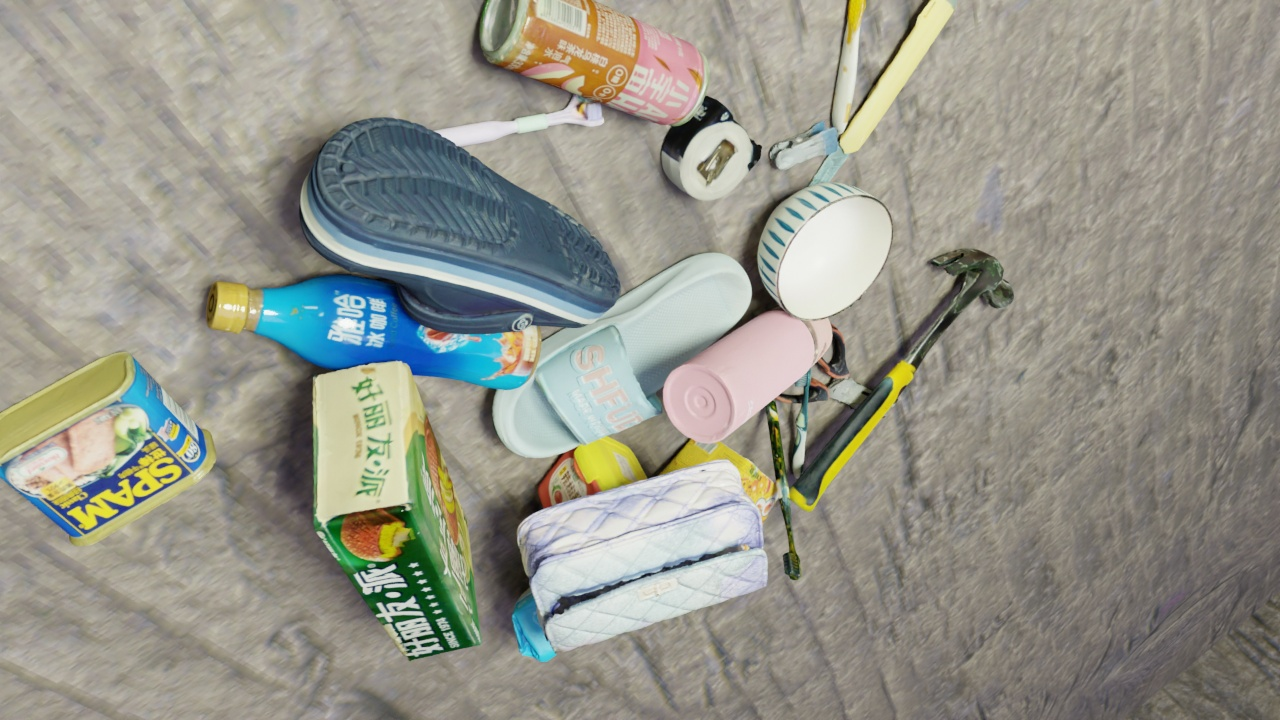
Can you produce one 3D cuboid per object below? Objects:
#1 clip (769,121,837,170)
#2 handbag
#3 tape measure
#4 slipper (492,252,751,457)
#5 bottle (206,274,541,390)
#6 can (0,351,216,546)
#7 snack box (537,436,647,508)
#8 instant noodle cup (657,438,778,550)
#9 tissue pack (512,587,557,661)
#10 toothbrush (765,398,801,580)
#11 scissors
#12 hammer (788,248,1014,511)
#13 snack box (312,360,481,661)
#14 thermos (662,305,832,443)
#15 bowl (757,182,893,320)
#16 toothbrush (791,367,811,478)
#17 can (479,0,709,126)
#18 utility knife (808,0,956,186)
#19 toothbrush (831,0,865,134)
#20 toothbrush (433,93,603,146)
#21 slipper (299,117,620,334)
[{"bbox_3d":[0.131,-0.172,0.742,0.058,0.041,0.026,-22,135,-12],"label":"clip"},{"bbox_3d":[0.003,0.163,0.741,0.194,0.075,0.134,-16,135,-5],"label":"handbag"},{"bbox_3d":[0.051,-0.155,0.690,0.066,0.033,0.065,-50,133,8],"label":"tape measure"},{"bbox_3d":[-0.004,0.004,0.746,0.245,0.074,0.104,-35,136,-8],"label":"slipper"},{"bbox_3d":[-0.173,-0.021,0.619,0.218,0.065,0.065,7,118,-38],"label":"bottle"},{"bbox_3d":[-0.337,0.054,0.573,0.102,0.057,0.083,-32,132,-10],"label":"can"},{"bbox_3d":[-0.038,0.120,0.801,0.080,0.091,0.082,-47,133,15],"label":"snack box"},{"bbox_3d":[0.061,0.143,0.877,0.123,0.116,0.116,-53,135,-5],"label":"instant noodle cup"},{"bbox_3d":[-0.055,0.217,0.853,0.140,0.063,0.090,-37,178,-5],"label":"tissue pack"},{"bbox_3d":[0.130,0.115,0.857,0.012,0.185,0.017,-28,138,32],"label":"toothbrush"},{"bbox_3d":[0.206,0.014,0.935,0.205,0.015,0.197,-19,130,-22],"label":"scissors"},{"bbox_3d":[0.260,0.021,0.946,0.323,0.032,0.126,-51,135,3],"label":"hammer"},{"bbox_3d":[-0.167,0.115,0.650,0.063,0.114,0.240,-11,144,-6],"label":"snack box"},{"bbox_3d":[0.094,0.009,0.772,0.198,0.067,0.087,-31,149,-52],"label":"thermos"},{"bbox_3d":[0.146,-0.099,0.771,0.116,0.066,0.117,-18,132,-21],"label":"bowl"},{"bbox_3d":[0.160,0.066,0.928,0.018,0.016,0.192,-14,139,-6],"label":"toothbrush"},{"bbox_3d":[-0.027,-0.197,0.589,0.147,0.058,0.058,9,117,-38],"label":"can"},{"bbox_3d":[0.197,-0.216,0.752,0.031,0.021,0.198,18,111,-37],"label":"utility knife"},{"bbox_3d":[0.167,-0.264,0.698,0.018,0.016,0.192,-23,133,-29],"label":"toothbrush"},{"bbox_3d":[-0.113,-0.148,0.596,0.189,0.029,0.021,-18,168,-21],"label":"toothbrush"},{"bbox_3d":[-0.115,-0.071,0.592,0.095,0.105,0.252,-41,151,24],"label":"slipper"}]
